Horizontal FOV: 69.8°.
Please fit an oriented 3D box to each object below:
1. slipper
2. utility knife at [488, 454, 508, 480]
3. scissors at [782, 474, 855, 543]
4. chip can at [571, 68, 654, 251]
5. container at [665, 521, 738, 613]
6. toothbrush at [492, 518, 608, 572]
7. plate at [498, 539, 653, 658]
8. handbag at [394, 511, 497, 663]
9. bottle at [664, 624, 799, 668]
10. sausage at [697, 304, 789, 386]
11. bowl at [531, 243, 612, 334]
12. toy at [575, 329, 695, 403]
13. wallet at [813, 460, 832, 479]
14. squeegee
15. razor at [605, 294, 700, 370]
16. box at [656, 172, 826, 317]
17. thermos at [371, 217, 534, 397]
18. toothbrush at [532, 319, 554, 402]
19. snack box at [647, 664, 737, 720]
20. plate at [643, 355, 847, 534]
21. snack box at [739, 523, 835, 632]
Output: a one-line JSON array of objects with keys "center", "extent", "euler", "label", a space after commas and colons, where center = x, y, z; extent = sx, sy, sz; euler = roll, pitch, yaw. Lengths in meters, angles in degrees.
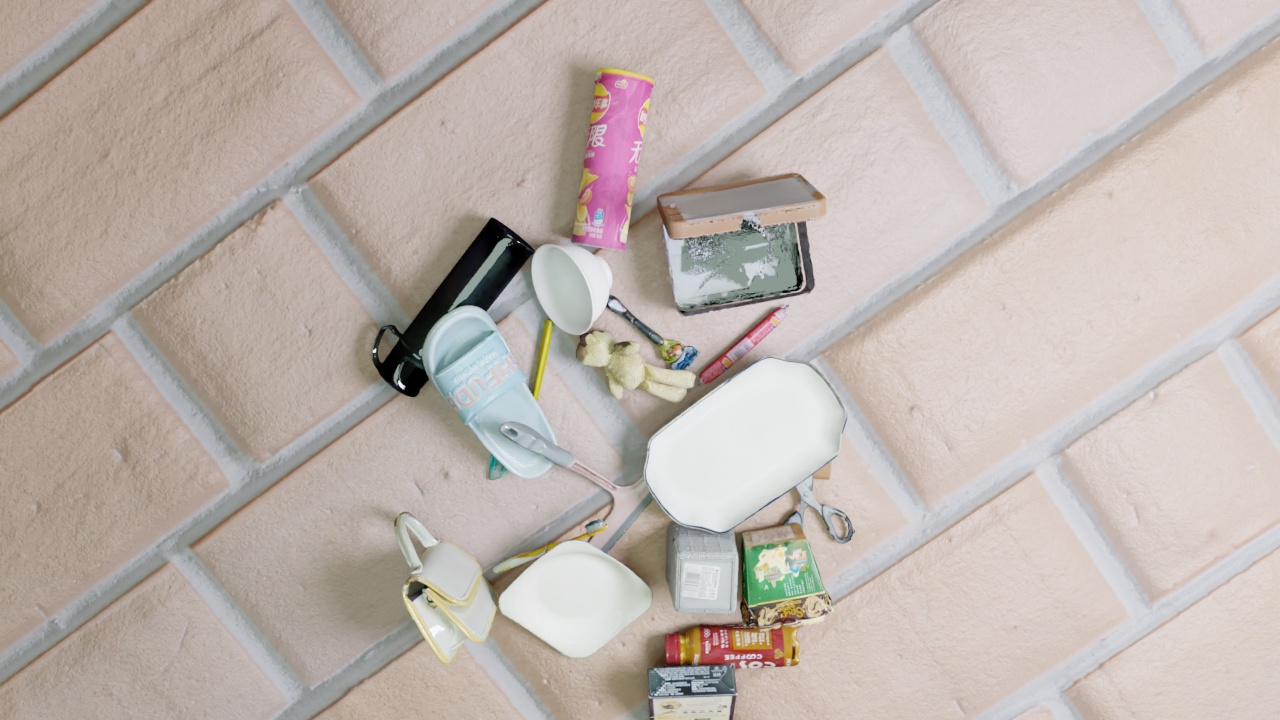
[{"center": [-0.180, 0.049, 1.130], "extent": [0.104, 0.074, 0.245], "euler": [-33, 111, -7], "label": "slipper"}, {"center": [-0.177, 0.083, 1.199], "extent": [0.029, 0.013, 0.157], "euler": [9, 98, -1], "label": "utility knife"}, {"center": [0.219, 0.181, 1.197], "extent": [0.159, 0.014, 0.176], "euler": [26, 107, -9], "label": "scissors"}, {"center": [-0.035, -0.243, 1.125], "extent": [0.071, 0.071, 0.210], "euler": [9, 98, -1], "label": "chip can"}, {"center": [0.080, 0.265, 1.172], "extent": [0.090, 0.114, 0.090], "euler": [1, 98, -1], "label": "container"}, {"center": [-0.121, 0.241, 1.187], "extent": [0.192, 0.016, 0.018], "euler": [-25, 108, 25], "label": "toothbrush"}, {"center": [-0.084, 0.305, 1.201], "extent": [0.164, 0.034, 0.164], "euler": [41, 108, -21], "label": "plate"}, {"center": [-0.252, 0.269, 1.149], "extent": [0.063, 0.163, 0.179], "euler": [-33, 96, 2], "label": "handbag"}, {"center": [0.120, 0.379, 1.216], "extent": [0.175, 0.057, 0.057], "euler": [-3, 98, 0], "label": "bottle"}, {"center": [0.133, -0.019, 1.181], "extent": [0.156, 0.020, 0.020], "euler": [-41, 96, 5], "label": "sausage"}, {"center": [-0.074, -0.098, 1.141], "extent": [0.064, 0.119, 0.118], "euler": [-29, 98, -34], "label": "bowl"}, {"center": [-0.007, 0.007, 1.164], "extent": [0.157, 0.105, 0.066], "euler": [23, 54, 0], "label": "toy"}, {"center": [0.203, 0.096, 1.197], "extent": [0.101, 0.020, 0.115], "euler": [4, 96, -2], "label": "wallet"}, {"center": [-0.086, 0.132, 1.164], "extent": [0.249, 0.040, 0.248], "euler": [36, 98, -34], "label": "squeegee"}, {"center": [0.010, -0.038, 1.178], "extent": [0.142, 0.022, 0.043], "euler": [39, 95, -4], "label": "razor"}, {"center": [0.120, -0.137, 1.077], "extent": [0.183, 0.193, 0.156], "euler": [-11, 99, 2], "label": "box"}, {"center": [-0.242, -0.071, 1.150], "extent": [0.090, 0.068, 0.242], "euler": [40, 96, -5], "label": "thermos"}, {"center": [-0.139, 0.039, 1.192], "extent": [0.016, 0.015, 0.190], "euler": [14, 98, 5], "label": "toothbrush"}, {"center": [0.067, 0.449, 1.210], "extent": [0.113, 0.053, 0.126], "euler": [-2, 141, 0], "label": "snack box"}, {"center": [0.130, 0.104, 1.158], "extent": [0.266, 0.034, 0.162], "euler": [-38, 96, 10], "label": "plate"}, {"center": [0.179, 0.270, 1.172], "extent": [0.118, 0.117, 0.105], "euler": [-10, 94, 3], "label": "snack box"}]
